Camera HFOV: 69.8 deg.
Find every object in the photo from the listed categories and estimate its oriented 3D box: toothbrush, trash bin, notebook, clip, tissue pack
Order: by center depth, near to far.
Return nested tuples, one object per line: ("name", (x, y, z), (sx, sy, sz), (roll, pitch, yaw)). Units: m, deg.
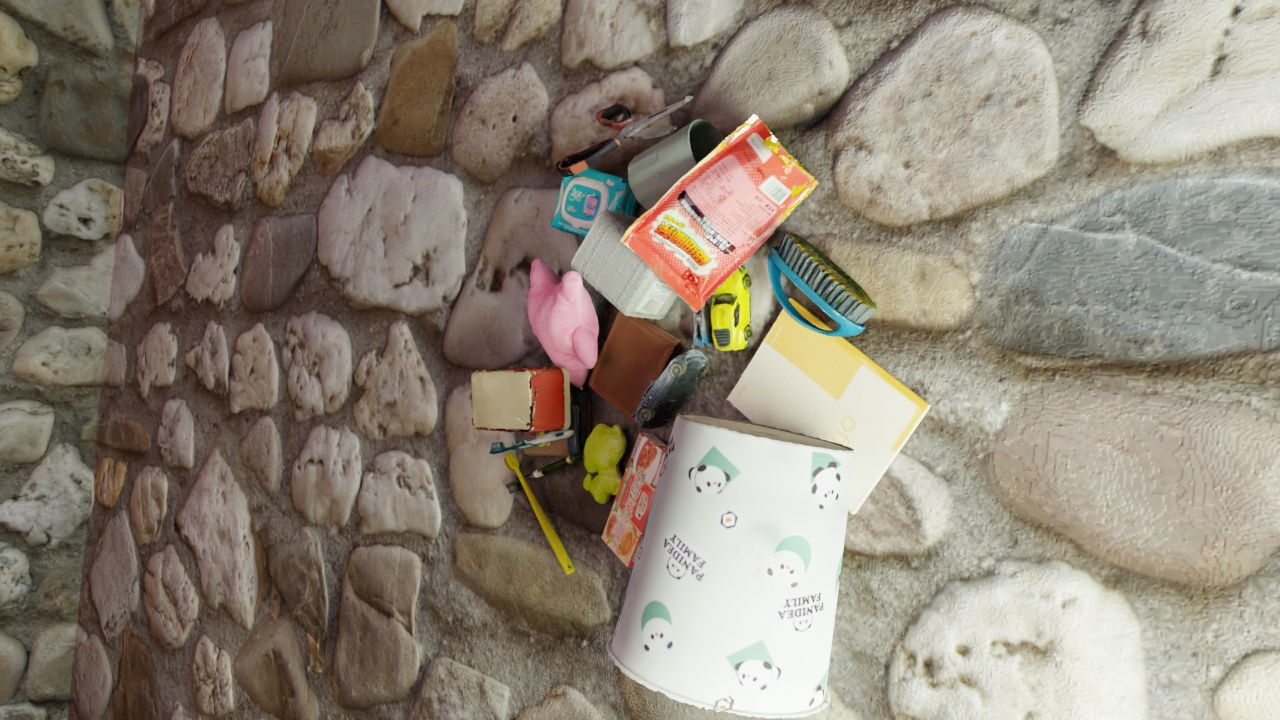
("trash bin", (0.101, 0.193, 0.931), (0.230, 0.229, 0.252), (13, 92, 42))
("notebook", (0.197, 0.046, 1.000), (0.206, 0.010, 0.146), (45, 116, 35))
("clip", (0.073, -0.045, 1.110), (0.036, 0.025, 0.057), (-11, 74, 34))
("tissue pack", (-0.063, -0.207, 1.229), (0.133, 0.050, 0.093), (25, 103, 41))
("toothbrush", (-0.134, 0.157, 1.266), (0.186, 0.012, 0.017), (-28, 75, 46))
("toothbrush", (-0.142, 0.210, 1.266), (0.190, 0.015, 0.017), (59, 139, 18))
("toothbrush", (-0.153, 0.110, 1.267), (0.192, 0.016, 0.018), (-17, 67, 45))

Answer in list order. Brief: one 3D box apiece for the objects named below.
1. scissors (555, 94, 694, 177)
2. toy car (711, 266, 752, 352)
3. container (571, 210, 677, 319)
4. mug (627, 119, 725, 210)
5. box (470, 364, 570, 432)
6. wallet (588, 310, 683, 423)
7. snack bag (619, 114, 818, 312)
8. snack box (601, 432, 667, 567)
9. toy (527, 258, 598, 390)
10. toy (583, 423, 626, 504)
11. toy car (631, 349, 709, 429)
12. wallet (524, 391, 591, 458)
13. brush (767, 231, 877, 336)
("scissors", (-0.026, -0.292, 1.175), (0.189, 0.015, 0.226), (-40, 32, 6))
("toy car", (0.103, -0.063, 1.080), (0.048, 0.032, 0.105), (-5, 81, 42))
("container", (-0.009, -0.115, 1.148), (0.114, 0.090, 0.090), (46, 116, 31))
("mug", (0.056, -0.214, 1.113), (0.104, 0.083, 0.124), (-19, 98, 40))
("box", (-0.171, 0.050, 1.234), (0.169, 0.078, 0.091), (-3, 89, 53))
("wallet", (-0.007, 0.007, 1.174), (0.101, 0.032, 0.125), (36, 111, 35))
("snack bag", (0.091, -0.167, 1.043), (0.128, 0.073, 0.208), (43, 107, -11))
("snack box", (0.001, 0.173, 1.141), (0.075, 0.025, 0.153), (37, 111, 54))
("toy", (-0.104, -0.045, 1.225), (0.195, 0.074, 0.179), (22, 126, 61))
("toy", (-0.049, 0.132, 1.197), (0.097, 0.031, 0.100), (-36, 64, 36))
("toy car", (0.036, 0.034, 1.116), (0.037, 0.054, 0.121), (51, 118, 30))
("wallet", (-0.116, 0.089, 1.263), (0.115, 0.033, 0.090), (-3, 85, 45))
("brush", (0.187, -0.075, 0.990), (0.074, 0.055, 0.144), (-54, 55, 22))
